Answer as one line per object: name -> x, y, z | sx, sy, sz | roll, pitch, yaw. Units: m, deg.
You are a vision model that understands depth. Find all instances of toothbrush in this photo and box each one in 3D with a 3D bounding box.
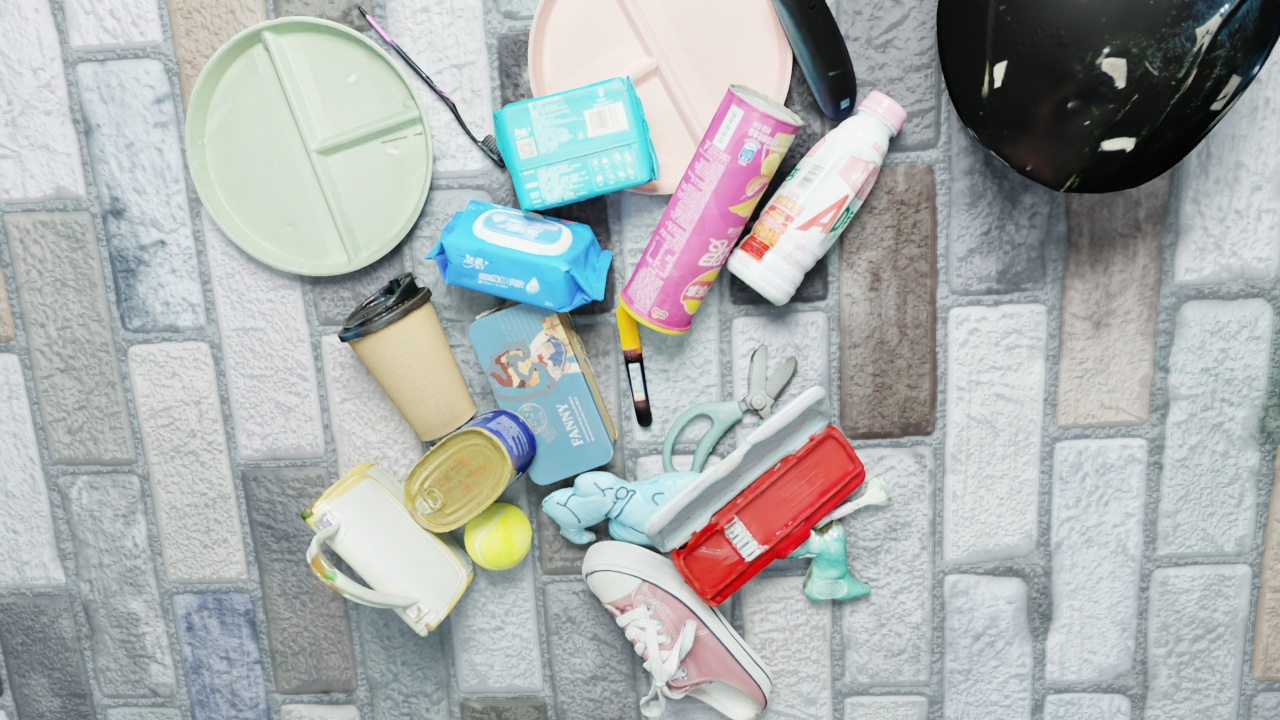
toothbrush -> -0.185, -0.249, 0.829 | 0.018, 0.014, 0.189 | -42, 96, 1
toothbrush -> 0.155, 0.166, 0.898 | 0.190, 0.020, 0.029 | -28, 93, 10

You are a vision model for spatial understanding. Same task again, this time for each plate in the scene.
plate -> -0.301, -0.193, 0.842 | 0.230, 0.027, 0.230 | 1, 102, 4
plate -> 0.017, -0.262, 0.805 | 0.229, 0.028, 0.229 | 1, 102, 4

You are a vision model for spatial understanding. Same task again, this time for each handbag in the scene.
handbag -> -0.234, 0.179, 0.845 | 0.063, 0.178, 0.163 | -43, 95, 6

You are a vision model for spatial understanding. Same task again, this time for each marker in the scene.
marker -> -0.005, 0.005, 0.874 | 0.018, 0.015, 0.124 | -8, 105, 7

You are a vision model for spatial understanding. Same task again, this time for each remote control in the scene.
remote control -> 0.152, -0.271, 0.781 | 0.053, 0.024, 0.136 | -38, 108, -28

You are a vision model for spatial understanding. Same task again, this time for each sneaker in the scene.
sneaker -> 0.030, 0.276, 0.884 | 0.241, 0.087, 0.119 | 46, 130, -10

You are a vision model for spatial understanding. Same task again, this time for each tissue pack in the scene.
tissue pack -> -0.056, -0.183, 0.787 | 0.133, 0.050, 0.093 | -12, 103, 7
tissue pack -> -0.102, -0.095, 0.814 | 0.157, 0.094, 0.052 | 14, 125, 0

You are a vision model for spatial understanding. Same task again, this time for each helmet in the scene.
helmet -> 0.348, -0.262, 0.681 | 0.233, 0.229, 0.275 | 13, 142, 1

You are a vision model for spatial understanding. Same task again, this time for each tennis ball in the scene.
tennis ball -> -0.139, 0.171, 0.894 | 0.065, 0.065, 0.065 | 1, 103, 3

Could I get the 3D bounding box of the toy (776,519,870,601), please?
toy -> 0.175, 0.196, 0.891 | 0.096, 0.030, 0.092 | -7, 113, 1

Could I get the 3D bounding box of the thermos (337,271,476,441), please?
thermos -> -0.212, -0.001, 0.853 | 0.093, 0.093, 0.143 | -24, 108, 9

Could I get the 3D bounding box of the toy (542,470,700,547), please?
toy -> 0.000, 0.143, 0.876 | 0.156, 0.049, 0.162 | 32, 125, -30

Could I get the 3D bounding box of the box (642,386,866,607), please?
box -> 0.104, 0.121, 0.834 | 0.201, 0.063, 0.160 | -39, 128, -4

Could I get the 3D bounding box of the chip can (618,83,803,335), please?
chip can -> 0.058, -0.126, 0.788 | 0.071, 0.071, 0.211 | 28, 115, -3

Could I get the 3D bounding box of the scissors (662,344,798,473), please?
scissors -> 0.114, 0.076, 0.880 | 0.172, 0.019, 0.177 | 40, 101, -5

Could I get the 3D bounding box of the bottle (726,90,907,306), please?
bottle -> 0.157, -0.143, 0.806 | 0.068, 0.068, 0.197 | 36, 98, -5

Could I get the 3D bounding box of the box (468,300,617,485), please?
box -> -0.086, 0.029, 0.860 | 0.090, 0.063, 0.184 | -23, 99, 9

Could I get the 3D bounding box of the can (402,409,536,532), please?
can -> -0.158, 0.102, 0.847 | 0.148, 0.049, 0.074 | -40, 89, 34
